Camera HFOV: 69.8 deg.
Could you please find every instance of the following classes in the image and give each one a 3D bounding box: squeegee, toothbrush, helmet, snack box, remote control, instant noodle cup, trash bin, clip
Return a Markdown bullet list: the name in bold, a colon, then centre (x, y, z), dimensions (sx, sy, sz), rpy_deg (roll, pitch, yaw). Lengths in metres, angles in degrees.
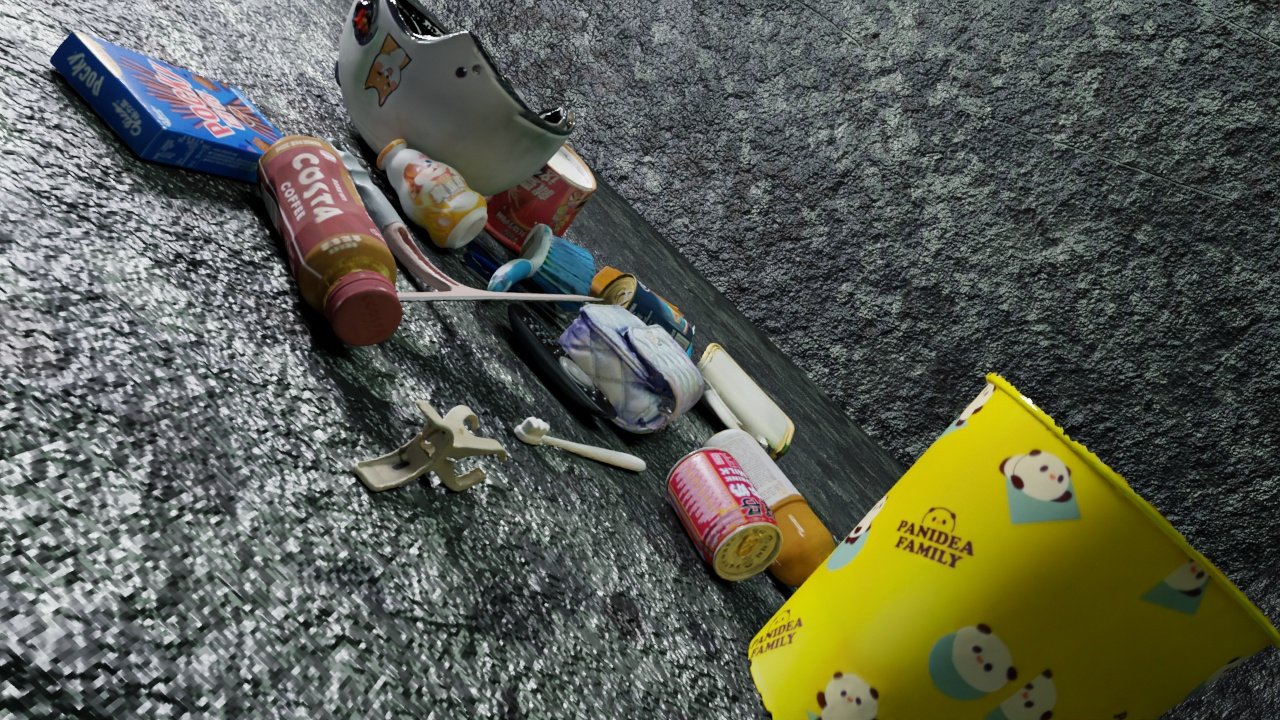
- **squeegee**: centre (-0.191, -0.104, 0.734), dimensions (0.249, 0.040, 0.247), rpy_deg (43, 27, 27)
- **toothbrush**: centre (-0.038, 0.067, 0.704), dimensions (0.016, 0.016, 0.180), rpy_deg (53, 13, 29)
- **helmet**: centre (-0.212, -0.263, 0.950), dimensions (0.274, 0.157, 0.229), rpy_deg (37, 8, 24)
- **snack box**: centre (-0.290, -0.157, 0.600), dimensions (0.084, 0.026, 0.157), rpy_deg (46, 11, 5)
- **remote control**: centre (-0.072, 0.005, 0.793), dimensions (0.136, 0.024, 0.053), rpy_deg (48, 10, 14)
- **instant noodle cup**: centre (-0.128, -0.206, 1.097), dimensions (0.138, 0.109, 0.137), rpy_deg (37, 25, -21)
- **trash bin**: centre (0.225, 0.176, 0.614), dimensions (0.229, 0.255, 0.229), rpy_deg (42, 12, -11)
- **clip**: centre (-0.105, 0.047, 0.479), dimensions (0.034, 0.071, 0.100), rpy_deg (48, 5, 13)

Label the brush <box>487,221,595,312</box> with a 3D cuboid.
- **brush**: centre (-0.099, -0.086, 0.922), dimensions (0.109, 0.061, 0.314), rpy_deg (38, 13, -18)

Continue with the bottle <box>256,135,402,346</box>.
- **bottle**: centre (-0.192, -0.076, 0.568), dimensions (0.057, 0.057, 0.175), rpy_deg (32, 17, -48)

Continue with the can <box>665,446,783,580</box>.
- **can**: centre (0.067, 0.123, 0.741), dimensions (0.066, 0.066, 0.093), rpy_deg (35, 14, -39)

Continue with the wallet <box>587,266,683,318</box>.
- **wallet**: centre (-0.005, -0.079, 1.242), dimensions (0.130, 0.035, 0.118), rpy_deg (34, 21, 1)

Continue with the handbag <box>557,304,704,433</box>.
- **handbag**: centre (-0.005, 0.005, 0.902), dimensions (0.134, 0.076, 0.193), rpy_deg (45, 12, 5)

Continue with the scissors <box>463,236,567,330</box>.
- **scissors**: centre (-0.129, -0.078, 0.934), dimensions (0.162, 0.012, 0.164), rpy_deg (46, 9, 5)

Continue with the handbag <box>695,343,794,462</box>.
- **handbag**: centre (0.120, 0.066, 1.180), dimensions (0.163, 0.063, 0.178), rpy_deg (46, 15, 0)

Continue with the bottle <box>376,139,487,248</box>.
- **bottle**: centre (-0.195, -0.156, 0.851), dimensions (0.108, 0.063, 0.063), rpy_deg (44, 11, 3)

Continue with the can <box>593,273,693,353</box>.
- **can**: centre (0.004, -0.044, 1.123), dimensions (0.111, 0.075, 0.075), rpy_deg (38, 13, -32)

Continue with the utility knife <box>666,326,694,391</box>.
- **utility knife**: centre (0.058, -0.008, 1.210), dimensions (0.018, 0.034, 0.237), rpy_deg (30, 20, -3)

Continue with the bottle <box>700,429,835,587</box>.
- **bottle**: centre (0.124, 0.147, 0.857), dimensions (0.068, 0.068, 0.189), rpy_deg (30, 18, -52)
